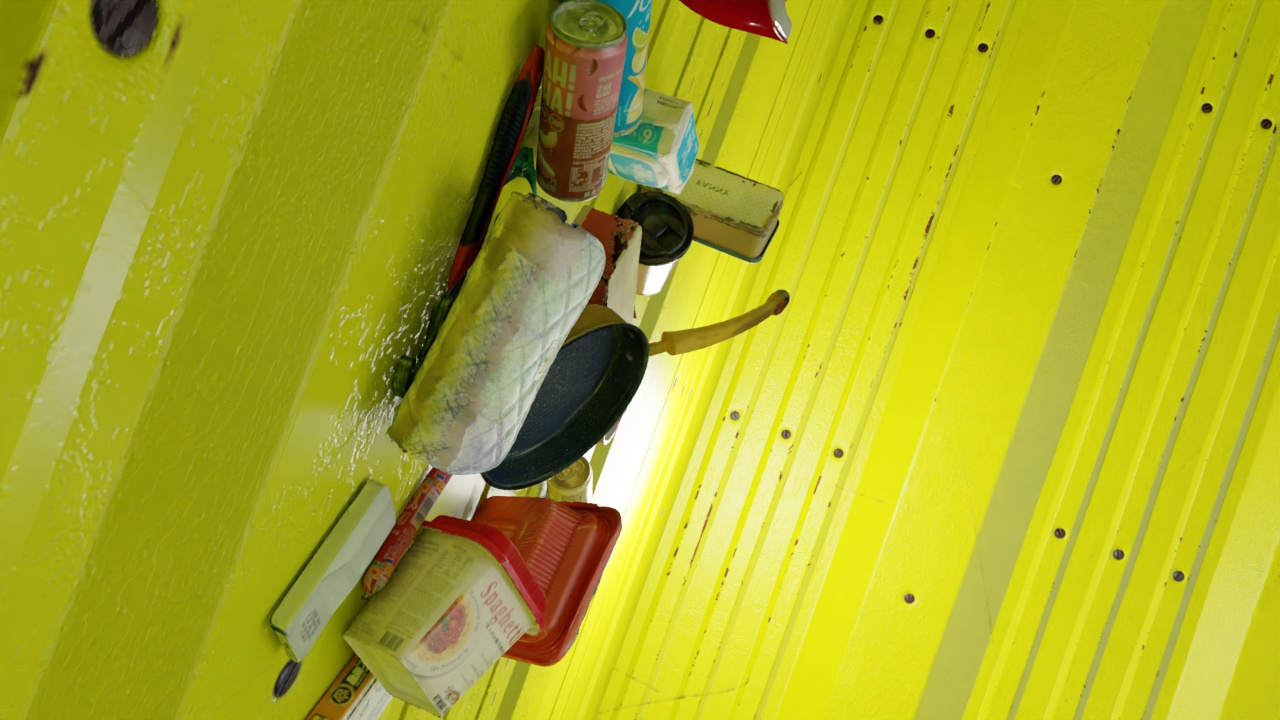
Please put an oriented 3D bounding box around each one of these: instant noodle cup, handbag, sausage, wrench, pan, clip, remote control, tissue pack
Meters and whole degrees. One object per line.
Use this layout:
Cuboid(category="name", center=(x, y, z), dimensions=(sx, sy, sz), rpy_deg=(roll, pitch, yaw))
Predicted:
Cuboid(category="instant noodle cup", center=(-0.158, 0.205, 0.737), dimensions=(0.123, 0.117, 0.116), rpy_deg=(-47, 126, -36))
Cuboid(category="handbag", center=(-0.095, -0.017, 0.656), dimensions=(0.194, 0.075, 0.134), rpy_deg=(-64, 171, 2))
Cuboid(category="sausage", center=(-0.183, 0.125, 0.744), dimensions=(0.020, 0.020, 0.155), rpy_deg=(95, 18, -53))
Cuboid(category="wrench", center=(-0.120, -0.100, 0.665), dimensions=(0.056, 0.016, 0.273), rpy_deg=(56, 55, -83))
Cuboid(category="pan", center=(-0.005, 0.005, 0.872), dimensions=(0.356, 0.078, 0.198), rpy_deg=(-34, 153, -24))
Cuboid(category="instant noodle cup", center=(-0.121, 0.199, 0.890), dimensions=(0.079, 0.189, 0.164), rpy_deg=(44, 56, -32))
Cuboid(category="clip", center=(-0.091, -0.147, 0.710), dimensions=(0.013, 0.033, 0.053), rpy_deg=(100, 0, -50))
Cuboid(category="remote control", center=(-0.209, 0.143, 0.634), dimensions=(0.049, 0.024, 0.124), rpy_deg=(96, 18, -51))
Cuboid(category="tissue pack", center=(0.003, -0.212, 0.883), dimensions=(0.140, 0.090, 0.063), rpy_deg=(50, 60, -78))

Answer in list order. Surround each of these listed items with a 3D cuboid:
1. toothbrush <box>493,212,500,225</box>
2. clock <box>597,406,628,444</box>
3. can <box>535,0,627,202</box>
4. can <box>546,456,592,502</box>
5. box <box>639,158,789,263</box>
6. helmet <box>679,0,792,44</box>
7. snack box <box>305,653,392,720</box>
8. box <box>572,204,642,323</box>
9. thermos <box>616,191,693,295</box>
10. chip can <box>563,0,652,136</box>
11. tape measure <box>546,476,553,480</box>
Cuboid(category="toothbrush", center=(-0.118, -0.046, 0.737), dimensions=(0.192, 0.016, 0.018), rpy_deg=(107, -7, -45))
Cuboid(category="clock", center=(-0.046, 0.042, 1.178), dimensions=(0.158, 0.060, 0.117), rpy_deg=(-56, 163, -59))
Cuboid(category="can", center=(-0.046, -0.190, 0.689), dimensions=(0.148, 0.058, 0.057), rpy_deg=(104, 11, -51))
Cuboid(category="can", center=(-0.091, 0.169, 1.181), dimensions=(0.116, 0.058, 0.058), rpy_deg=(95, 18, -54))
Cuboid(category="box", center=(0.091, -0.188, 1.119), dimensions=(0.089, 0.184, 0.060), rpy_deg=(-57, 167, -34))
Cuboid(category="helmet", center=(0.079, -0.407, 0.788), dimensions=(0.207, 0.144, 0.239), rpy_deg=(91, 8, -61))
Cuboid(category="snack box", center=(-0.231, 0.278, 0.758), dimensions=(0.153, 0.026, 0.075), rpy_deg=(-57, 163, -51))
Cuboid(category="box", center=(-0.036, -0.064, 0.909), dimensions=(0.169, 0.076, 0.091), rpy_deg=(95, 18, -55))
Cuboid(category="thermos", center=(0.010, -0.134, 1.091), dimensions=(0.143, 0.093, 0.093), rpy_deg=(106, 7, -70))
Cuboid(category="chip can", center=(-0.024, -0.273, 0.686), dimensions=(0.211, 0.071, 0.071), rpy_deg=(97, 16, -51))
Cuboid(category="tape measure", center=(-0.109, 0.109, 1.068), dimensions=(0.057, 0.029, 0.060), rpy_deg=(-27, 135, -76))
